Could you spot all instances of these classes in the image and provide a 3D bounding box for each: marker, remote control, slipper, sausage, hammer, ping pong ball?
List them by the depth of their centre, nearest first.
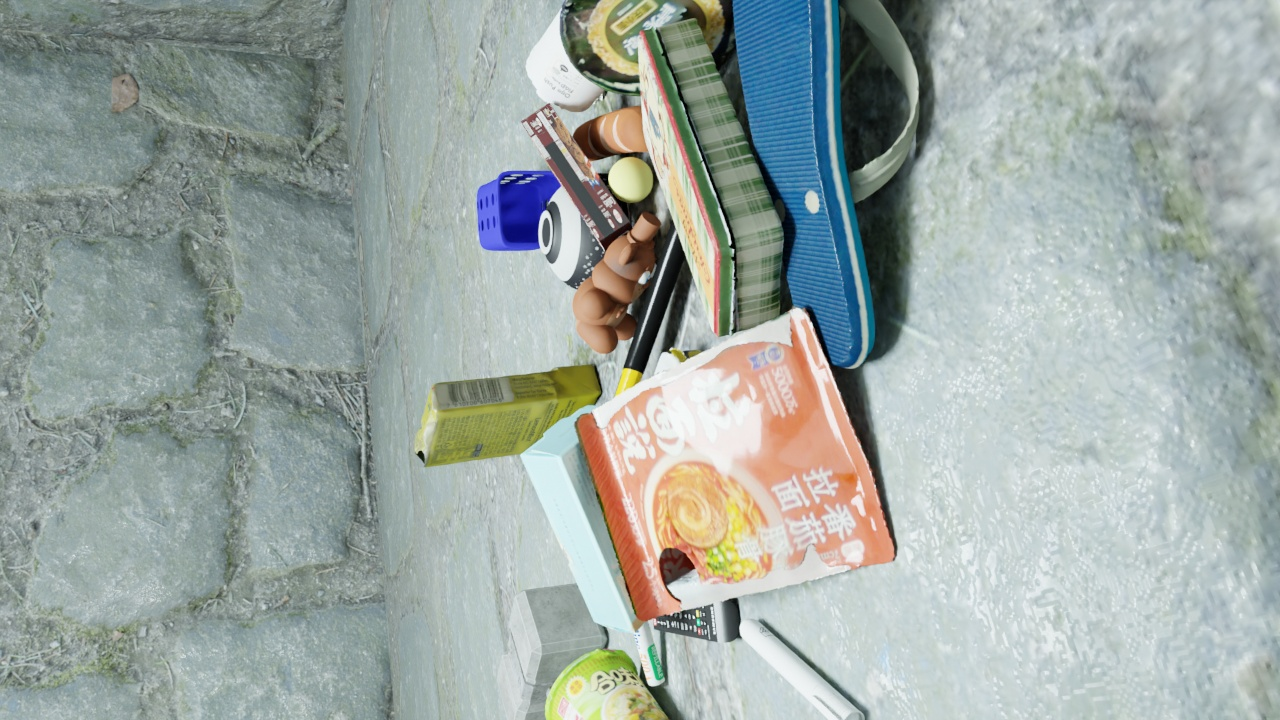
[{"bbox_3d":[0.108,-0.142,0.533,0.118,0.060,0.295,-158,55,-70],"label":"slipper"},{"bbox_3d":[0.102,0.207,0.613,0.133,0.020,0.017,26,106,64],"label":"marker"},{"bbox_3d":[0.040,0.211,0.761,0.147,0.015,0.033,154,112,-65],"label":"remote control"},{"bbox_3d":[-0.005,0.005,0.799,0.126,0.029,0.324,-82,9,-62],"label":"hammer"},{"bbox_3d":[-0.009,-0.160,0.816,0.040,0.040,0.040,178,90,-67],"label":"ping pong ball"},{"bbox_3d":[-0.005,0.220,0.823,0.017,0.017,0.145,-8,98,67],"label":"marker"},{"bbox_3d":[-0.021,-0.206,0.836,0.039,0.044,0.164,58,165,-20],"label":"sausage"},{"bbox_3d":[-0.061,0.400,0.925,0.317,0.082,0.163,-119,35,-46],"label":"hammer"}]

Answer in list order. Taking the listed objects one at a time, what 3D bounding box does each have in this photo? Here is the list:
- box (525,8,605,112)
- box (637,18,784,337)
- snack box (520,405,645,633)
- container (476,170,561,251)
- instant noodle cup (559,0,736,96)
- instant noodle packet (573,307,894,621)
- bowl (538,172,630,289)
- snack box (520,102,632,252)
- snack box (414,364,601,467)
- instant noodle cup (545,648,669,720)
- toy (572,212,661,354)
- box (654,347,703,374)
[{"bbox_3d":[-0.053,-0.285,0.865,0.156,0.084,0.125,-39,19,42],"label":"box"},{"bbox_3d":[0.045,-0.128,0.635,0.118,0.051,0.205,76,177,-62],"label":"box"},{"bbox_3d":[-0.027,0.130,0.748,0.053,0.074,0.175,0,118,44],"label":"snack box"},{"bbox_3d":[-0.137,-0.169,1.058,0.114,0.084,0.085,-170,78,-67],"label":"container"},{"bbox_3d":[0.008,-0.284,0.676,0.138,0.137,0.112,129,142,-57],"label":"instant noodle cup"},{"bbox_3d":[0.066,0.076,0.626,0.222,0.083,0.164,-29,75,48],"label":"instant noodle packet"},{"bbox_3d":[-0.063,-0.126,0.911,0.120,0.066,0.120,178,90,-67],"label":"bowl"},{"bbox_3d":[-0.055,-0.164,0.840,0.141,0.032,0.051,57,-179,15],"label":"snack box"},{"bbox_3d":[-0.144,0.058,0.969,0.122,0.180,0.045,118,138,-51],"label":"snack box"},{"bbox_3d":[-0.018,0.329,0.819,0.108,0.098,0.099,29,118,55],"label":"instant noodle cup"},{"bbox_3d":[-0.013,-0.071,0.817,0.128,0.065,0.094,-56,-2,31],"label":"toy"},{"bbox_3d":[0.017,0.082,0.781,0.064,0.037,0.210,60,144,41],"label":"box"}]
